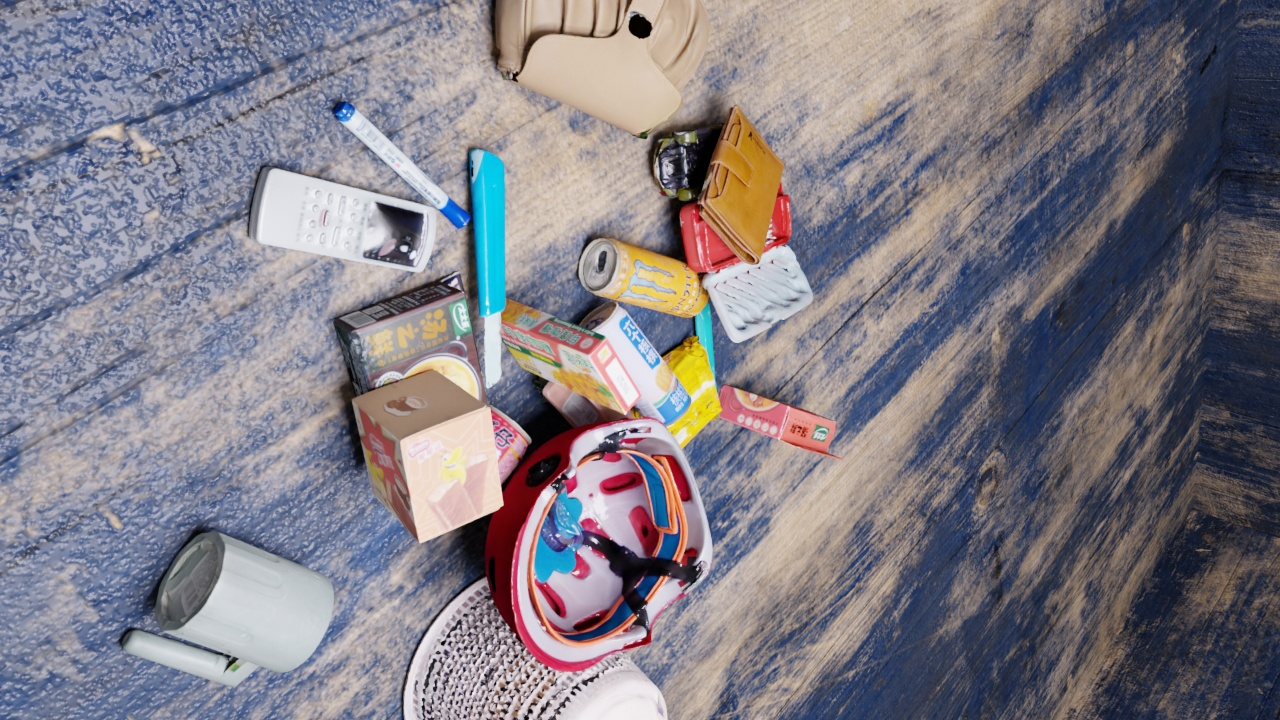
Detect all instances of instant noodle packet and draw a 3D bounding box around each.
[{"bbox_3d":[0.033,0.048,1.031,0.128,0.044,0.111,-37,122,-34],"label":"instant noodle packet"}]

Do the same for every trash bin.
[{"bbox_3d":[-0.089,0.344,0.911,0.226,0.192,0.228,-17,116,-40],"label":"trash bin"}]

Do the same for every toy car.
[{"bbox_3d":[0.073,-0.214,0.975,0.157,0.042,0.070,-21,115,-41],"label":"toy car"}]

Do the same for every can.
[{"bbox_3d":[0.007,-0.084,0.946,0.145,0.058,0.058,10,97,-46],"label":"can"},{"bbox_3d":[-0.152,0.093,0.845,0.093,0.066,0.066,-52,134,-18],"label":"can"},{"bbox_3d":[-0.006,0.005,0.933,0.053,0.053,0.134,-48,115,-22],"label":"can"}]

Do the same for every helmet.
[{"bbox_3d":[-0.060,0.168,0.871,0.239,0.144,0.207,-38,114,-33],"label":"helmet"}]

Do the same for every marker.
[{"bbox_3d":[-0.192,-0.157,0.751,0.146,0.017,0.017,44,73,-44],"label":"marker"}]

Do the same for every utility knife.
[{"bbox_3d":[0.076,-0.014,1.072,0.029,0.013,0.178,-29,125,-38],"label":"utility knife"},{"bbox_3d":[-0.133,-0.079,0.809,0.034,0.018,0.208,-6,96,-49],"label":"utility knife"}]

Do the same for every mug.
[{"bbox_3d":[-0.322,0.201,0.717,0.124,0.083,0.103,-41,134,6],"label":"mug"}]

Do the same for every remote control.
[{"bbox_3d":[-0.231,-0.109,0.727,0.149,0.021,0.058,7,100,-45],"label":"remote control"}]

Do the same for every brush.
[{"bbox_3d":[-0.044,0.051,0.935,0.063,0.073,0.146,-53,136,-19],"label":"brush"}]

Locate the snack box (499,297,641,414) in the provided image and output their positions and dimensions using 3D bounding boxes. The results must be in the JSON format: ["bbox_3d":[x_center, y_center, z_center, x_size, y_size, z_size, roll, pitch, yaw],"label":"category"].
[{"bbox_3d":[-0.072,-0.007,0.824,0.027,0.156,0.077,-48,133,-20],"label":"snack box"}]

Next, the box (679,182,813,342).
[{"bbox_3d":[0.122,-0.114,1.013,0.200,0.050,0.161,-26,101,-51],"label":"box"}]

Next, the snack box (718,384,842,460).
[{"bbox_3d":[0.174,0.074,1.121,0.113,0.127,0.044,18,91,-47],"label":"snack box"}]

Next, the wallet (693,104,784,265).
[{"bbox_3d":[0.101,-0.184,0.946,0.119,0.035,0.130,43,54,-42],"label":"wallet"}]

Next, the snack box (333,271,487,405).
[{"bbox_3d":[-0.188,-0.002,0.794,0.125,0.053,0.113,-25,121,-31],"label":"snack box"}]

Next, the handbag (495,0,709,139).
[{"bbox_3d":[-0.029,-0.289,0.805,0.204,0.100,0.148,11,100,-43],"label":"handbag"}]

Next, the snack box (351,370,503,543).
[{"bbox_3d":[-0.171,0.074,0.737,0.076,0.093,0.094,-21,121,-32],"label":"snack box"}]
